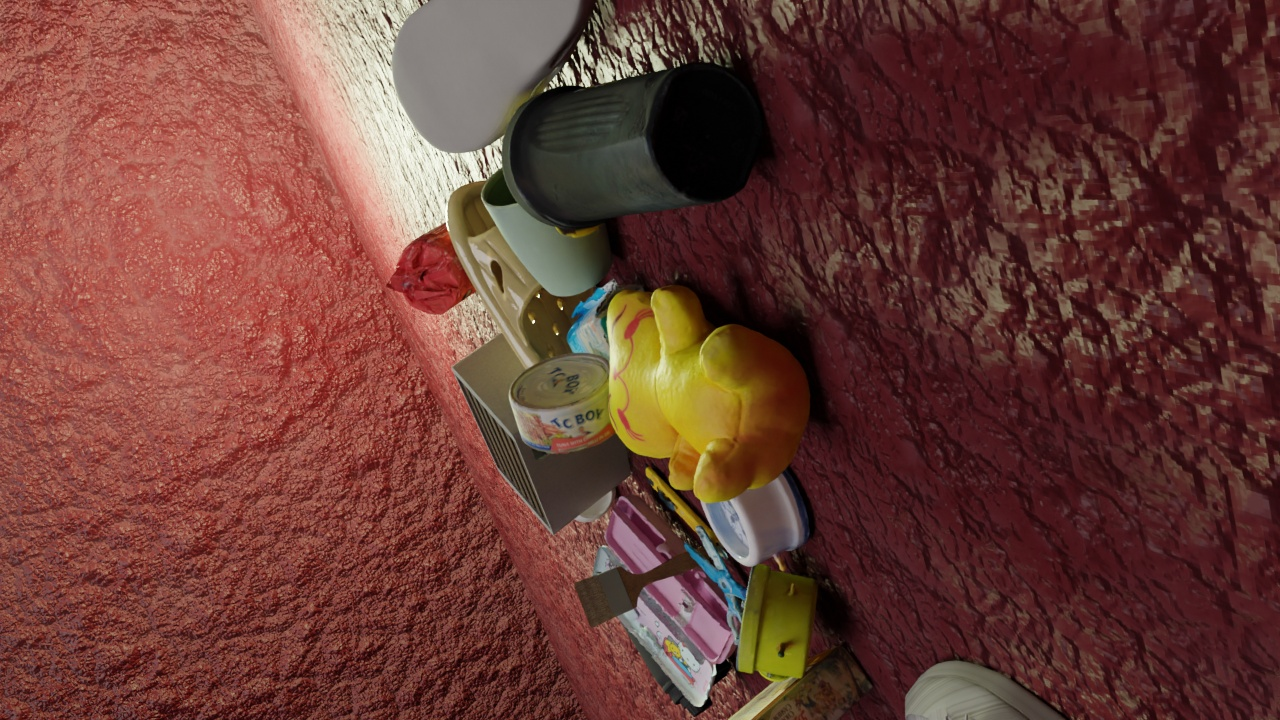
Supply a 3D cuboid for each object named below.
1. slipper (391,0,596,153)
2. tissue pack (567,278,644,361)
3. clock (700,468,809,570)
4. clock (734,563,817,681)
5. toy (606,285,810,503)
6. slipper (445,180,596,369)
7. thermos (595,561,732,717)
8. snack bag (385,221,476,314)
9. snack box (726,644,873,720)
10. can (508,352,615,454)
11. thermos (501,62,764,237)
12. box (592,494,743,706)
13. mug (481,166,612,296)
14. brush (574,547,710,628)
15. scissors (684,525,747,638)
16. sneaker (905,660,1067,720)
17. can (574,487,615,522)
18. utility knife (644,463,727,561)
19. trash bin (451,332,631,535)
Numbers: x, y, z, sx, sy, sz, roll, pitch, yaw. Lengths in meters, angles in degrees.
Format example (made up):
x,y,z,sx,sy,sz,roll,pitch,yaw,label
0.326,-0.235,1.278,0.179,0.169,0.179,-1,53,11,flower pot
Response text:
x,y,z,sx,sy,sz,roll,pitch,yaw,label
-0.095,-0.240,0.673,0.267,0.080,0.113,-21,102,55,slipper
-0.005,0.004,0.770,0.144,0.061,0.093,60,158,2,tissue pack
0.078,0.094,0.689,0.125,0.052,0.089,68,163,-6,clock
0.105,0.205,0.716,0.119,0.057,0.083,71,-151,-67,clock
0.038,0.012,0.620,0.194,0.087,0.134,-163,66,-65,toy
-0.079,-0.061,0.847,0.079,0.111,0.261,-27,91,48,slipper
0.031,0.313,1.075,0.198,0.086,0.086,54,161,25,thermos
-0.168,-0.109,0.908,0.082,0.175,0.082,15,125,22,snack bag
0.104,0.301,0.751,0.041,0.146,0.143,52,159,15,snack box
-0.057,0.032,0.719,0.086,0.086,0.043,37,146,54,can
-0.015,-0.128,0.565,0.221,0.098,0.098,15,130,61,thermos
0.023,0.257,0.991,0.201,0.037,0.153,43,132,34,box
-0.076,-0.118,0.765,0.111,0.084,0.104,50,170,50,mug
0.009,0.214,0.899,0.008,0.143,0.045,119,130,-68,brush
0.089,0.211,0.859,0.140,0.013,0.118,65,150,5,scissors
0.204,0.248,0.485,0.236,0.089,0.099,20,135,65,sneaker
-0.088,0.158,1.211,0.128,0.071,0.072,30,143,61,can
0.045,0.152,0.926,0.159,0.017,0.030,37,159,48,utility knife
-0.101,0.071,1.000,0.114,0.114,0.229,43,159,30,trash bin
